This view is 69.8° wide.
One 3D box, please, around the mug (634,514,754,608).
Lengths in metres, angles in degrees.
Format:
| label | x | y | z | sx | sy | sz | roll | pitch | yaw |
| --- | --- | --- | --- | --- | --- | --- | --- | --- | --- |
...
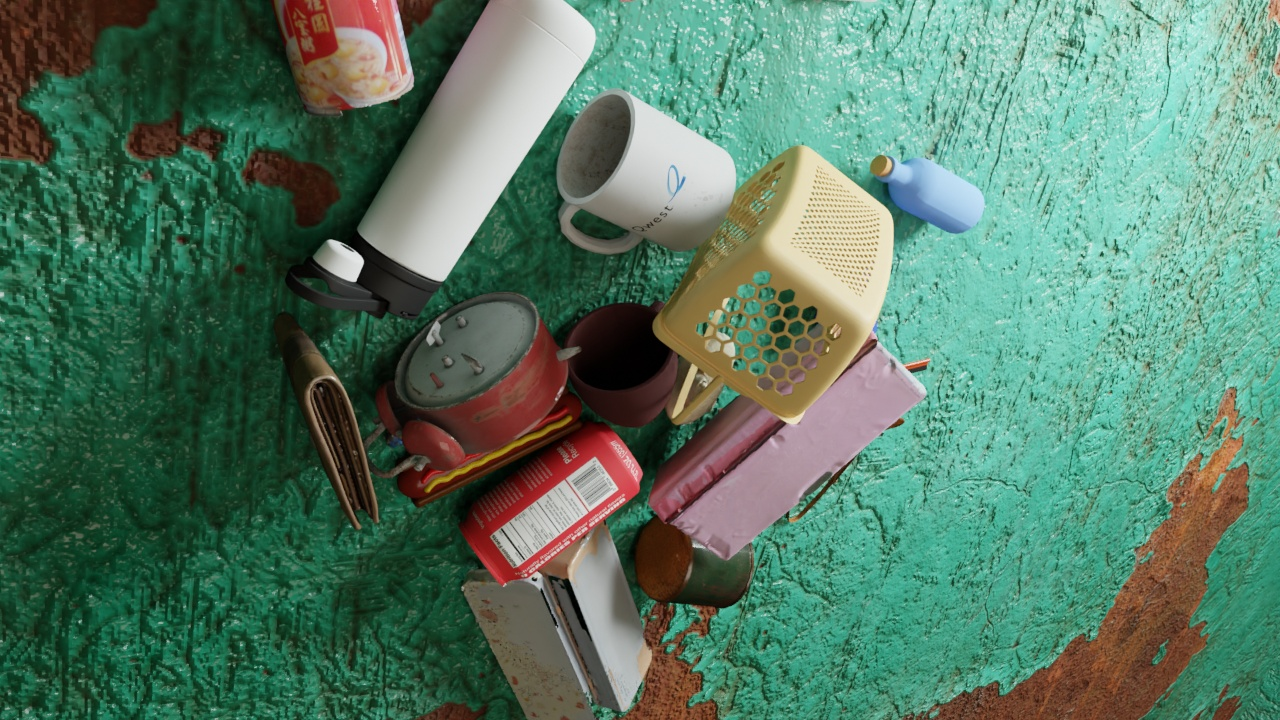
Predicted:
| label | x | y | z | sx | sy | sz | roll | pitch | yaw |
| --- | --- | --- | --- | --- | --- | --- | --- | --- | --- |
| mug | 0.040 | 0.194 | 0.862 | 0.081 | 0.084 | 0.111 | 15 | 130 | -36 |

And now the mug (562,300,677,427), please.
| label | x | y | z | sx | sy | sz | roll | pitch | yaw |
| --- | --- | --- | --- | --- | --- | --- | --- | --- | --- |
| mug | -0.004 | 0.004 | 0.734 | 0.113 | 0.087 | 0.088 | -60 | 155 | -27 |

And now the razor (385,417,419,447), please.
| label | x | y | z | sx | sy | sz | roll | pitch | yaw |
| --- | --- | --- | --- | --- | --- | --- | --- | --- | --- |
| razor | -0.130 | 0.025 | 0.692 | 0.140 | 0.018 | 0.044 | -29 | 153 | -13 |

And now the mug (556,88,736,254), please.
| label | x | y | z | sx | sy | sz | roll | pitch | yaw |
| --- | --- | --- | --- | --- | --- | --- | --- | --- | --- |
| mug | -0.007 | -0.121 | 0.658 | 0.096 | 0.083 | 0.120 | 19 | 131 | -39 |

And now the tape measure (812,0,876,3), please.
| label | x | y | z | sx | sy | sz | roll | pitch | yaw |
| --- | --- | --- | --- | --- | --- | --- | --- | --- | --- |
| tape measure | 0.159 | -0.305 | 0.695 | 0.064 | 0.017 | 0.065 | -10 | 120 | -29 |

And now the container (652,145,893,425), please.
| label | x | y | z | sx | sy | sz | roll | pitch | yaw |
| --- | --- | --- | --- | --- | --- | --- | --- | --- | --- |
| container | 0.091 | -0.044 | 0.678 | 0.129 | 0.182 | 0.167 | 36 | 131 | -8 |

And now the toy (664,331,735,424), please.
| label | x | y | z | sx | sy | sz | roll | pitch | yaw |
| --- | --- | --- | --- | --- | --- | --- | --- | --- | --- |
| toy | 0.050 | 0.016 | 0.779 | 0.087 | 0.050 | 0.112 | -62 | 159 | 15 |

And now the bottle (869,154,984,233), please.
| label | x | y | z | sx | sy | sz | roll | pitch | yaw |
| --- | --- | --- | --- | --- | --- | --- | --- | --- | --- |
| bottle | 0.252 | -0.154 | 0.820 | 0.131 | 0.048 | 0.048 | 15 | 107 | -38 |

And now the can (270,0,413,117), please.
| label | x | y | z | sx | sy | sz | roll | pitch | yaw |
| --- | --- | --- | --- | --- | --- | --- | --- | --- | --- |
| can | -0.170 | -0.205 | 0.505 | 0.066 | 0.067 | 0.124 | -22 | 125 | -22 |

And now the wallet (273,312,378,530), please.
| label | x | y | z | sx | sy | sz | roll | pitch | yaw |
| --- | --- | --- | --- | --- | --- | --- | --- | --- | --- |
| wallet | -0.205 | 0.040 | 0.599 | 0.026 | 0.099 | 0.121 | -23 | 126 | -23 |

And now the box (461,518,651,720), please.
| label | x | y | z | sx | sy | sz | roll | pitch | yaw |
| --- | --- | --- | --- | --- | --- | --- | --- | --- | --- |
| box | -0.071 | 0.241 | 0.841 | 0.114 | 0.096 | 0.217 | -51 | 139 | -40 |

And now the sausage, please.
| label | x | y | z | sx | sy | sz | roll | pitch | yaw |
| --- | --- | --- | --- | --- | --- | --- | --- | --- | --- |
| sausage | -0.115 | 0.064 | 0.710 | 0.155 | 0.040 | 0.040 | -26 | 127 | -19 |

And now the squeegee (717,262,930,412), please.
| label | x | y | z | sx | sy | sz | roll | pitch | yaw |
| --- | --- | --- | --- | --- | --- | --- | --- | --- | --- |
| squeegee | 0.189 | -0.045 | 0.834 | 0.249 | 0.055 | 0.185 | -12 | 137 | -24 |

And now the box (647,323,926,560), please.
| label | x | y | z | sx | sy | sz | roll | pitch | yaw |
| --- | --- | --- | --- | --- | --- | --- | --- | --- | --- |
| box | 0.124 | 0.070 | 0.777 | 0.233 | 0.099 | 0.107 | -43 | 95 | 12 |

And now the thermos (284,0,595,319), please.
| label | x | y | z | sx | sy | sz | roll | pitch | yaw |
| --- | --- | --- | --- | --- | --- | --- | --- | --- | --- |
| thermos | -0.122 | -0.129 | 0.570 | 0.230 | 0.068 | 0.101 | -56 | 155 | 7 |

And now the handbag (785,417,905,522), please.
| label | x | y | z | sx | sy | sz | roll | pitch | yaw |
| --- | --- | --- | --- | --- | --- | --- | --- | --- | --- |
| handbag | 0.193 | 0.097 | 0.911 | 0.093 | 0.043 | 0.196 | -2 | 129 | -35 |

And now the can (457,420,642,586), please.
| label | x | y | z | sx | sy | sz | roll | pitch | yaw |
| --- | --- | --- | --- | --- | --- | --- | --- | --- | --- |
| can | -0.071 | 0.114 | 0.743 | 0.142 | 0.074 | 0.074 | -36 | 129 | -11 |

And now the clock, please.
| label | x | y | z | sx | sy | sz | roll | pitch | yaw |
| --- | --- | --- | --- | --- | --- | --- | --- | --- | --- |
| clock | -0.127 | 0.016 | 0.626 | 0.156 | 0.110 | 0.062 | -42 | 131 | -14 |
